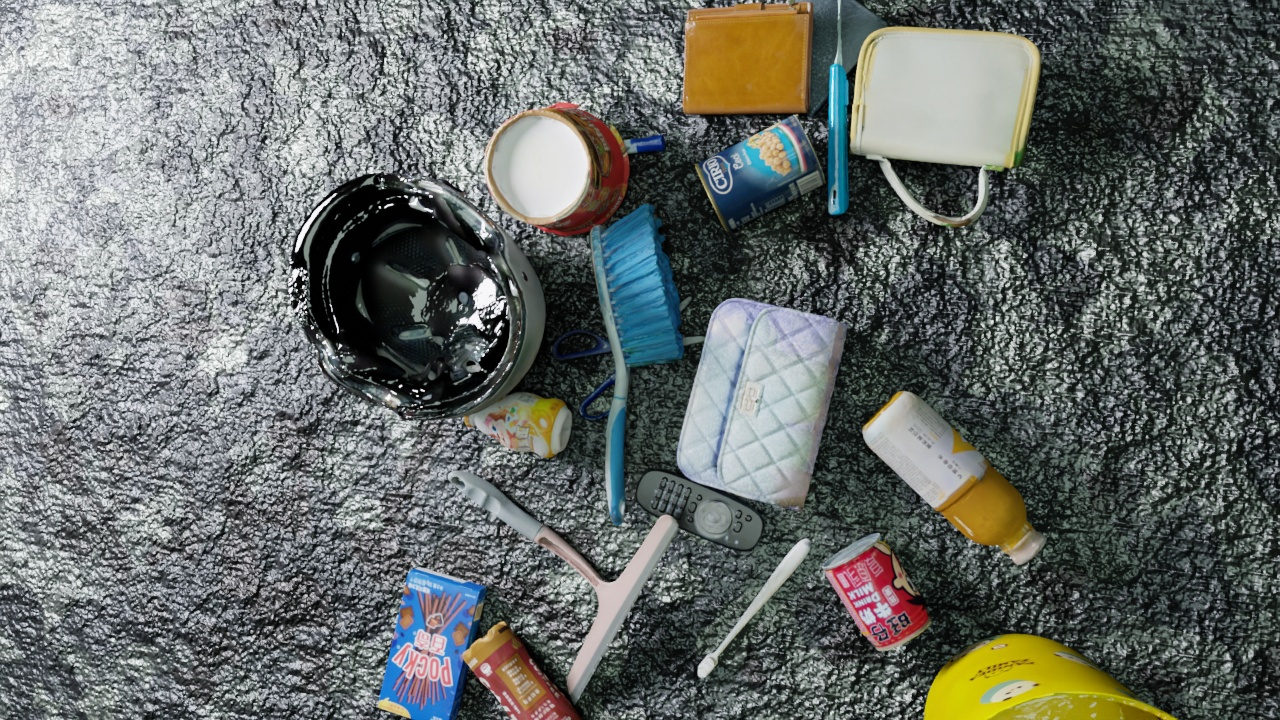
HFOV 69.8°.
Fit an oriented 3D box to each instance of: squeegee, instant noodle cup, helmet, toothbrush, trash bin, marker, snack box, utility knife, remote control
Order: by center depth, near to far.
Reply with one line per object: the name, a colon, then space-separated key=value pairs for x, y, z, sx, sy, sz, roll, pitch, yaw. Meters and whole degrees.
trash bin: x=0.338 y=0.348 z=0.754 sx=0.230 sy=0.255 sz=0.229 roll=0 pitch=89 yaw=12
utility knife: x=0.195 y=-0.263 z=0.901 sx=0.018 sy=0.034 sz=0.238 roll=2 pitch=97 yaw=26
instant noodle cup: x=-0.089 y=-0.191 z=0.927 sx=0.138 sy=0.108 sz=0.138 roll=2 pitch=101 yaw=11
toothbrush: x=0.115 y=0.251 z=0.929 sx=0.016 sy=0.016 sz=0.180 roll=38 pitch=96 yaw=9
helmet: x=-0.208 y=-0.058 z=0.939 sx=0.274 sy=0.156 sz=0.230 roll=31 pitch=96 yaw=22
remote control: x=0.061 y=0.152 z=0.940 sx=0.136 sy=0.024 sz=0.053 roll=22 pitch=92 yaw=11
squeegee: x=-0.104 y=0.189 z=0.968 sx=0.249 sy=0.040 sz=0.248 roll=35 pitch=113 yaw=17
marker: x=-0.047 y=-0.224 z=0.978 sx=0.146 sy=0.017 sz=0.017 roll=-4 pitch=87 yaw=12
snack box: x=-0.226 y=0.312 z=0.997 sx=0.084 sy=0.026 sz=0.157 roll=13 pitch=91 yaw=12

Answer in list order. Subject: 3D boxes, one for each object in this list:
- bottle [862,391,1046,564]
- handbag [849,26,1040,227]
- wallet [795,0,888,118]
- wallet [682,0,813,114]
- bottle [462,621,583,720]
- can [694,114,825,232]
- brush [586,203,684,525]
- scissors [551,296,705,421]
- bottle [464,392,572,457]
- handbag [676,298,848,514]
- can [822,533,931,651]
bottle: x=0.297 y=0.112 z=0.866 sx=0.189 sy=0.068 sz=0.068 roll=45 pitch=97 yaw=10
handbag: x=0.284 y=-0.220 z=0.884 sx=0.163 sy=0.063 sz=0.179 roll=8 pitch=95 yaw=11
wallet: x=0.177 y=-0.320 z=0.932 sx=0.097 sy=0.019 sz=0.121 roll=41 pitch=95 yaw=11
wallet: x=0.107 y=-0.309 z=0.920 sx=0.131 sy=0.035 sz=0.119 roll=6 pitch=100 yaw=23
bottle: x=-0.110 y=0.357 z=0.954 sx=0.057 sy=0.057 sz=0.175 roll=-43 pitch=81 yaw=8
can: x=0.120 y=-0.185 z=0.910 sx=0.111 sy=0.075 sz=0.075 roll=-25 pitch=83 yaw=10
brush: x=-0.006 y=0.006 z=0.936 sx=0.109 sy=0.060 sz=0.314 roll=-12 pitch=87 yaw=14
scissors: x=-0.015 y=-0.002 z=0.968 sx=0.162 sy=0.012 sz=0.164 roll=13 pitch=89 yaw=12
bottle: x=-0.129 y=0.064 z=0.965 sx=0.108 sy=0.063 sz=0.063 roll=11 pitch=91 yaw=13
handbag: x=0.117 y=0.042 z=0.904 sx=0.134 sy=0.075 sz=0.194 roll=13 pitch=92 yaw=12
can: x=0.227 y=0.222 z=0.879 sx=0.066 sy=0.066 sz=0.094 roll=-33 pitch=82 yaw=9
